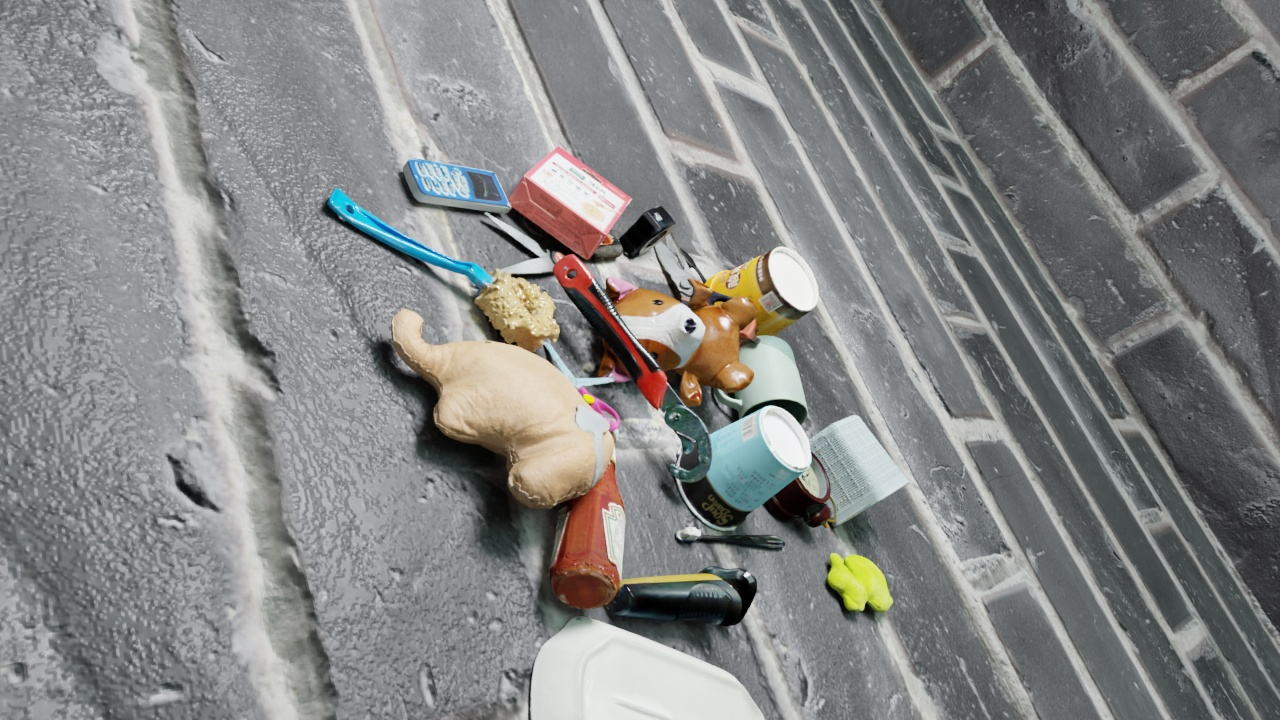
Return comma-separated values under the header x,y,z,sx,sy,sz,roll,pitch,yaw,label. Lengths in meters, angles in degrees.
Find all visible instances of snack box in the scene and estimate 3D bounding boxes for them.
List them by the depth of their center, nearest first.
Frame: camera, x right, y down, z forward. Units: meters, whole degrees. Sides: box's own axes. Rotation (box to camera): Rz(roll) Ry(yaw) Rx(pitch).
x,y,z,sx,sy,sz,roll,pitch,yaw,label
-0.081,-0.186,1.074,0.113,0.044,0.126,35,30,-6,snack box

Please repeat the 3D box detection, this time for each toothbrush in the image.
x,y,z,sx,sy,sz,roll,pitch,yaw,label
0.104,0.193,0.995,0.180,0.018,0.015,15,46,-44,toothbrush
0.107,-0.076,1.250,0.189,0.017,0.014,52,43,-6,toothbrush

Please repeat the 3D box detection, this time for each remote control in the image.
x,y,z,sx,sy,sz,roll,pitch,yaw,label
-0.195,-0.184,0.977,0.124,0.024,0.049,-2,61,-49,remote control

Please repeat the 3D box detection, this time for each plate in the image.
x,y,z,sx,sy,sz,roll,pitch,yaw,label
0.024,0.310,0.774,0.265,0.034,0.161,31,39,-28,plate

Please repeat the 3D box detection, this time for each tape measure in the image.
x,y,z,sx,sy,sz,roll,pitch,yaw,label
0.011,-0.165,1.166,0.033,0.066,0.065,52,35,3,tape measure

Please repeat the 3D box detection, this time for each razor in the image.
x,y,z,sx,sy,sz,roll,pitch,yaw,label
0.037,0.221,0.865,0.167,0.062,0.067,11,21,-38,razor

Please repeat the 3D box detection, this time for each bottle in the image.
x,y,z,sx,sy,sz,roll,pitch,yaw,label
-0.043,0.130,0.841,0.059,0.060,0.205,36,31,-22,bottle

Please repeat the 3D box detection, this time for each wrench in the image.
x,y,z,sx,sy,sz,roll,pitch,yaw,label
-0.006,0.006,0.958,0.273,0.056,0.016,57,4,2,wrench

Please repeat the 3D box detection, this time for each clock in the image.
x,y,z,sx,sy,sz,roll,pitch,yaw,label
0.192,0.153,1.099,0.122,0.055,0.081,40,35,-21,clock

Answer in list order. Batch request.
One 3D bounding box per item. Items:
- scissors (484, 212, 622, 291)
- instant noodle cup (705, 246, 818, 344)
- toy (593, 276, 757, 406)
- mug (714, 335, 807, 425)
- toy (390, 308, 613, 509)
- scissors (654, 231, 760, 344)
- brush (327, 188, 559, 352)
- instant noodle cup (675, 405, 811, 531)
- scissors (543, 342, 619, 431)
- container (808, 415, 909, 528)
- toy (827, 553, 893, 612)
x,y,z,sx,sy,sz,roll,pitch,yaw,label
-0.074,-0.106,1.051,0.227,0.022,0.220,48,34,-7,scissors
0.161,-0.083,1.208,0.118,0.115,0.118,20,56,-33,instant noodle cup
0.040,-0.024,1.028,0.199,0.131,0.140,11,75,-29,toy
0.144,0.028,1.144,0.111,0.082,0.106,4,52,-13,mug
-0.123,0.034,0.811,0.226,0.083,0.143,40,26,9,toy
0.080,-0.089,1.176,0.015,0.199,0.204,72,32,-60,scissors
-0.186,-0.089,0.894,0.254,0.046,0.083,31,38,-22,brush
0.116,0.110,0.989,0.111,0.121,0.111,30,40,-29,instant noodle cup
-0.070,0.024,0.917,0.134,0.017,0.133,2,39,-42,scissors
0.265,0.138,1.171,0.090,0.090,0.111,-11,66,-54,container
0.264,0.266,1.102,0.096,0.031,0.099,55,34,7,toy
